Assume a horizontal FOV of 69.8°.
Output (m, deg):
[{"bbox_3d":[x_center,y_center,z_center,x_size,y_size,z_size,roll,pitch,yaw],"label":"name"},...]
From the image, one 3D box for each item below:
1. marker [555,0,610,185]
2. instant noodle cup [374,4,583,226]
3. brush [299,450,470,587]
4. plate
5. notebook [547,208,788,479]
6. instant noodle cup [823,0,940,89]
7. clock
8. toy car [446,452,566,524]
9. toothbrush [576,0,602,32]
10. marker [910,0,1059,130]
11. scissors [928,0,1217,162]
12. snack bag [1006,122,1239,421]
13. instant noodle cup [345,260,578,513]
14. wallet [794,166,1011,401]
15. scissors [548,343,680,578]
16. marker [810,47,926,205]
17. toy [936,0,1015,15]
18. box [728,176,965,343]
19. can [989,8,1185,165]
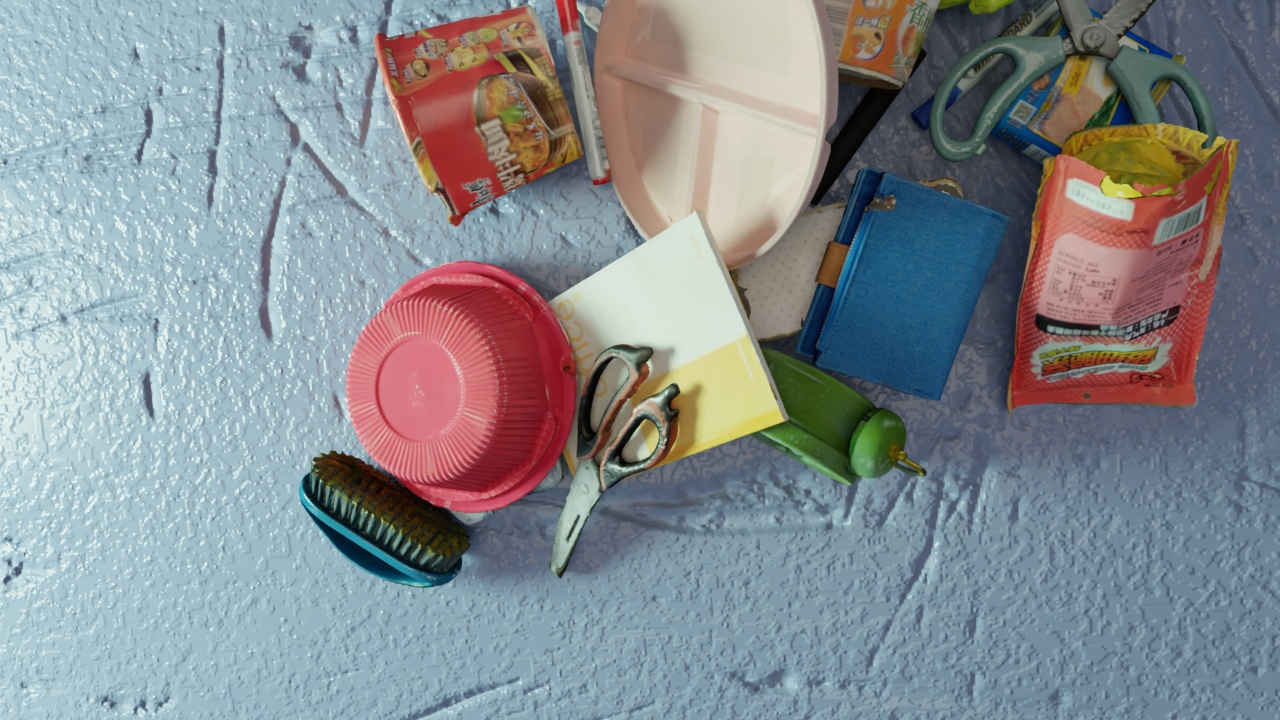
[{"bbox_3d":[-0.043,-0.202,0.674,0.017,0.017,0.145,-10,97,7],"label":"marker"},{"bbox_3d":[-0.109,-0.180,0.645,0.108,0.138,0.138,-20,93,0],"label":"instant noodle cup"},{"bbox_3d":[-0.205,0.133,0.721,0.144,0.055,0.074,31,115,3],"label":"brush"},{"bbox_3d":[0.043,-0.173,0.604,0.028,0.230,0.229,-15,94,-34],"label":"plate"},{"bbox_3d":[-0.004,0.004,0.643,0.207,0.010,0.146,-25,86,43],"label":"notebook"},{"bbox_3d":[0.130,-0.248,0.604,0.151,0.151,0.111,14,105,5],"label":"instant noodle cup"},{"bbox_3d":[0.124,0.044,0.643,0.161,0.116,0.056,28,87,6],"label":"clock"},{"bbox_3d":[-0.109,0.092,0.717,0.106,0.031,0.049,-26,90,10],"label":"toy car"},{"bbox_3d":[-0.091,-0.302,0.685,0.180,0.016,0.016,39,96,2],"label":"toothbrush"},{"bbox_3d":[0.253,-0.220,0.651,0.146,0.017,0.017,-42,89,9],"label":"marker"},{"bbox_3d":[0.283,-0.162,0.596,0.175,0.019,0.170,-36,86,10],"label":"scissors"},{"bbox_3d":[0.310,-0.045,0.600,0.129,0.073,0.208,-5,129,10],"label":"snack bag"},{"bbox_3d":[-0.146,0.021,0.676,0.194,0.065,0.194,1,92,22],"label":"instant noodle cup"},{"bbox_3d":[0.170,-0.049,0.605,0.106,0.040,0.133,17,99,-5],"label":"wallet"},{"bbox_3d":[-0.024,0.091,0.668,0.183,0.015,0.209,0,103,40],"label":"scissors"},{"bbox_3d":[0.159,-0.172,0.665,0.022,0.020,0.132,29,101,-36],"label":"marker"},{"bbox_3d":[0.236,-0.263,0.615,0.097,0.100,0.031,-28,127,29],"label":"toy"},{"bbox_3d":[0.142,-0.068,0.657,0.184,0.063,0.090,-12,93,10],"label":"box"},{"bbox_3d":[0.300,-0.181,0.630,0.083,0.057,0.102,33,98,5],"label":"can"}]
